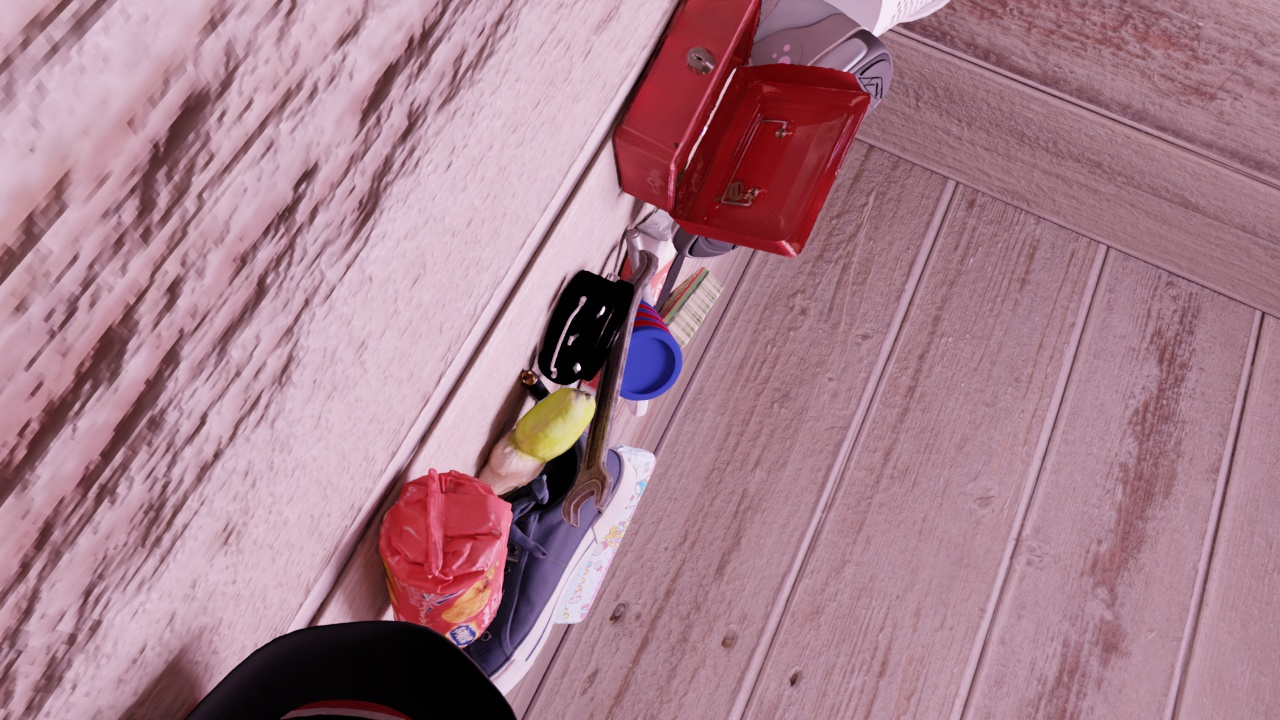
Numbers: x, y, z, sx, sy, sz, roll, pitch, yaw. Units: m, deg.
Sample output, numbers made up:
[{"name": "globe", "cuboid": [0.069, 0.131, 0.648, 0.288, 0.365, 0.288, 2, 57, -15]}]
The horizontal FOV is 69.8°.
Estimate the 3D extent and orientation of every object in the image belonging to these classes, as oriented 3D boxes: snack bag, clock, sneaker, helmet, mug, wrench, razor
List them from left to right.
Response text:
[{"name": "helmet", "cuboid": [-0.152, 0.274, 0.361, 0.270, 0.197, 0.225, -70, -179, -56]}, {"name": "snack bag", "cuboid": [-0.123, 0.133, 0.591, 0.082, 0.082, 0.177, -61, 173, -33]}, {"name": "sneaker", "cuboid": [-0.121, 0.182, 0.835, 0.127, 0.121, 0.294, 46, 69, -37]}, {"name": "razor", "cuboid": [-0.084, 0.029, 0.780, 0.043, 0.022, 0.144, -27, 164, -5]}, {"name": "clock", "cuboid": [-0.046, -0.028, 0.750, 0.091, 0.042, 0.120, -67, 173, 22]}, {"name": "wrench", "cuboid": [-0.026, 0.015, 0.794, 0.070, 0.010, 0.272, -23, -135, 41]}, {"name": "snack bag", "cuboid": [-0.013, -0.048, 0.975, 0.226, 0.041, 0.077, -67, 171, 29]}, {"name": "mug", "cuboid": [-0.005, 0.005, 0.886, 0.076, 0.075, 0.112, -119, -156, -60]}, {"name": "clock", "cuboid": [0.019, -0.095, 1.075, 0.123, 0.035, 0.094, 85, 30, -79]}, {"name": "sneaker", "cuboid": [0.096, -0.227, 0.853, 0.257, 0.160, 0.093, -44, 154, 20]}]

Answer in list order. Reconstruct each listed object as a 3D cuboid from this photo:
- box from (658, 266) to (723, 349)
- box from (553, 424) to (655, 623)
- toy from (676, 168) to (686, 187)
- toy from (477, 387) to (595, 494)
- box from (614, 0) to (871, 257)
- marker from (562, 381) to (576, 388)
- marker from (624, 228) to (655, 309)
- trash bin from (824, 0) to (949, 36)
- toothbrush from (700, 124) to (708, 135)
[{"name": "box", "cuboid": [0.034, -0.043, 1.171, 0.118, 0.050, 0.205, -44, -174, 33]}, {"name": "box", "cuboid": [-0.067, 0.176, 0.995, 0.089, 0.092, 0.214, 36, -75, 53]}, {"name": "toy", "cuboid": [0.046, -0.173, 0.999, 0.093, 0.036, 0.094, -70, -176, -68]}, {"name": "toy", "cuboid": [-0.086, 0.067, 0.742, 0.118, 0.043, 0.092, -43, 173, 1]}, {"name": "box", "cuboid": [0.058, -0.193, 0.713, 0.165, 0.152, 0.157, 32, 79, -47]}, {"name": "marker", "cuboid": [-0.065, 0.016, 0.907, 0.013, 0.013, 0.141, 98, 18, -69]}, {"name": "marker", "cuboid": [0.003, -0.070, 0.903, 0.141, 0.016, 0.016, 77, 32, -43]}, {"name": "trash bin", "cuboid": [0.215, -0.400, 0.912, 0.199, 0.195, 0.196, -48, 165, -37]}, {"name": "toothbrush", "cuboid": [0.058, -0.236, 0.933, 0.186, 0.015, 0.016, -45, 158, -74]}]
